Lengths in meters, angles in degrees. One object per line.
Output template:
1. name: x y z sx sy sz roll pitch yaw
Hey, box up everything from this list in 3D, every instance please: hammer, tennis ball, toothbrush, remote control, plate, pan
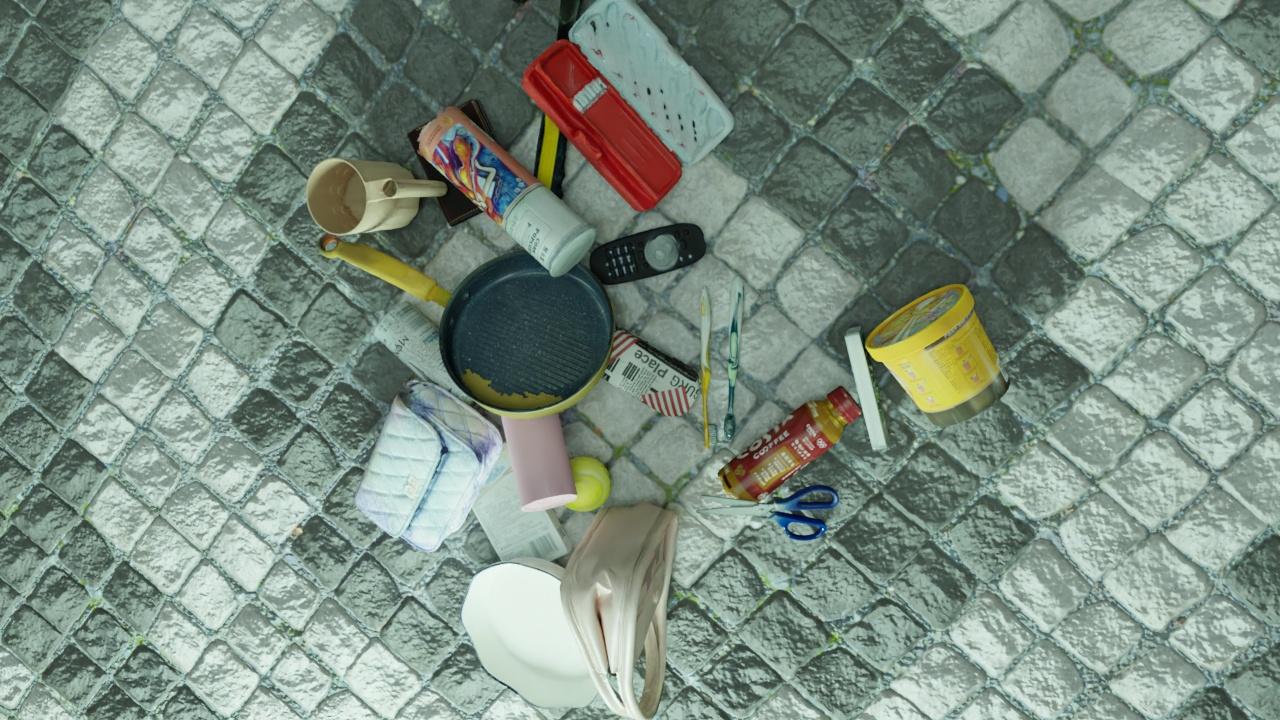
1. hammer: -0.097 -0.285 1.042 0.126 0.031 0.323 10 101 9
2. tennis ball: -0.067 0.146 1.086 0.065 0.065 0.065 2 99 10
3. toothbrush: 0.079 0.009 1.064 0.018 0.016 0.191 -2 99 0
4. remote control: 0.008 -0.122 1.051 0.136 0.024 0.053 -13 95 11
5. plate: -0.121 0.324 1.107 0.205 0.045 0.205 11 116 24
6. remote control: 0.252 0.030 1.014 0.019 0.056 0.135 -14 95 18
7. pan: -0.200 -0.063 1.033 0.357 0.078 0.197 21 71 13
8. toothbrush: 0.107 -0.001 1.056 0.016 0.018 0.192 4 100 10

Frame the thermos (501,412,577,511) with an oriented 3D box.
1. thermos: -0.135 0.071 1.051 0.087 0.067 0.198 -7 72 -28

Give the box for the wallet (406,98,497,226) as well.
1. wallet: -0.208 -0.232 1.077 0.096 0.020 0.122 -24 93 9

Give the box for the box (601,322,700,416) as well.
1. box: -0.005 0.006 1.070 0.164 0.052 0.068 33 90 3

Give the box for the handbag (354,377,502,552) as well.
1. handbag: -0.255 0.129 1.084 0.134 0.075 0.194 36 122 8

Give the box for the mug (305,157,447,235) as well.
1. mug: -0.297 -0.190 1.045 0.125 0.103 0.084 -5 98 22

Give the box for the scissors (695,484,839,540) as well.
1. scissors: 0.143 0.177 1.042 0.172 0.012 0.133 -18 123 -2

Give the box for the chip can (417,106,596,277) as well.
1. chip can: -0.149 -0.188 1.016 0.215 0.071 0.071 43 103 10

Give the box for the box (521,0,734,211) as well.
1. box: -0.013 -0.281 1.002 0.161 0.058 0.201 -45 103 -3

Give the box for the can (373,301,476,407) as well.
1. can: -0.248 -0.003 1.100 0.146 0.058 0.058 43 103 1

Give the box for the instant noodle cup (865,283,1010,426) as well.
1. instant noodle cup: 0.320 -0.002 0.971 0.119 0.118 0.114 -34 99 13

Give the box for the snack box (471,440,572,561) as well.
1. snack box: -0.158 0.183 1.128 0.085 0.026 0.157 -27 93 14

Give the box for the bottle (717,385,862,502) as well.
1. bottle: 0.170 0.097 1.039 0.175 0.057 0.057 -40 90 13

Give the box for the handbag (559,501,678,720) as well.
1. handbag: -0.008 0.298 1.045 0.093 0.192 0.234 -3 107 17
